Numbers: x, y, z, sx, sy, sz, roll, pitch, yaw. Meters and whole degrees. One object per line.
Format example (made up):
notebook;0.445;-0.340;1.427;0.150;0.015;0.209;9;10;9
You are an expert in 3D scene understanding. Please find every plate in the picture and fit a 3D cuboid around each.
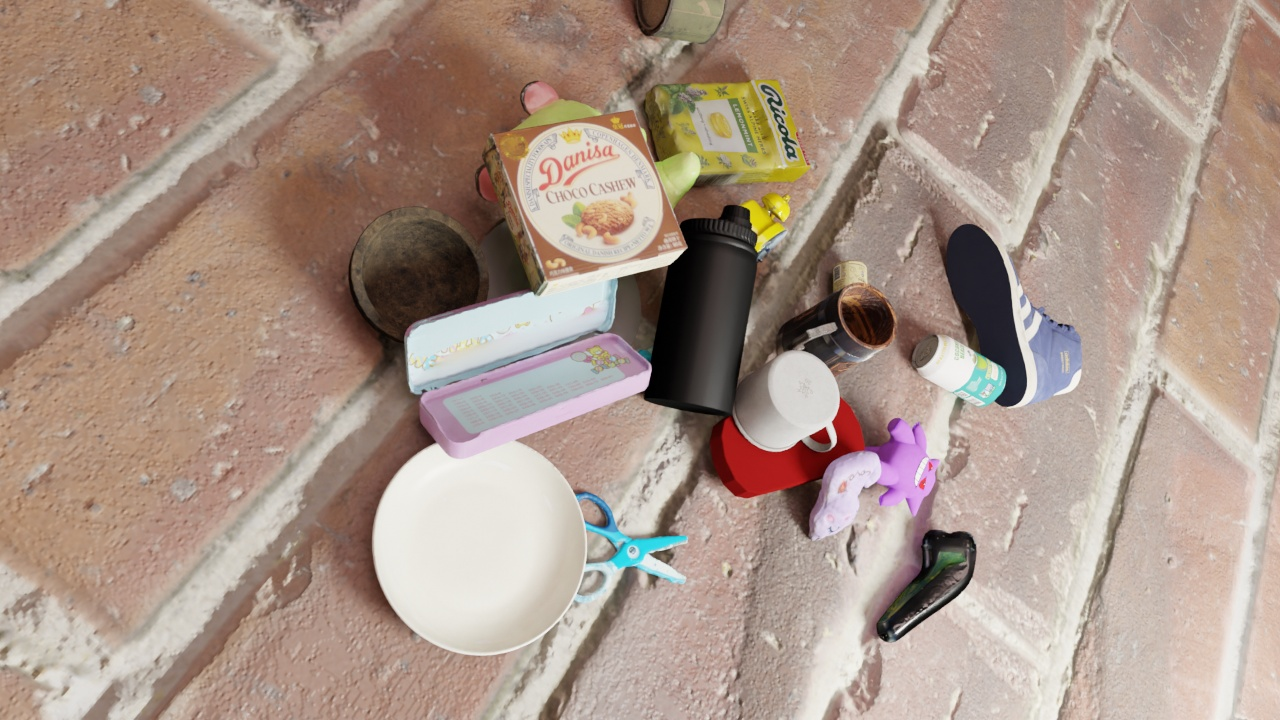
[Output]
plate;-0.135;0.154;0.772;0.182;0.034;0.182;10;67;-23
plate;-0.078;-0.068;0.900;0.178;0.012;0.178;10;67;-23

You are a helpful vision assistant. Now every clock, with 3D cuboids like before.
clock;0.120;-0.135;0.982;0.118;0.083;0.057;-39;84;-18

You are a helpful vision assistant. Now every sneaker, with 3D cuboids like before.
sneaker;0.468;-0.059;1.124;0.118;0.092;0.232;-2;70;-27

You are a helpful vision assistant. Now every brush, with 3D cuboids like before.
brush;0.147;0.088;0.934;0.173;0.042;0.082;-9;75;-29

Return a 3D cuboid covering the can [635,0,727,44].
can;0.045;-0.414;1.051;0.074;0.090;0.089;-2;72;-27

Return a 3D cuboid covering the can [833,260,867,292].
can;0.239;-0.070;1.044;0.038;0.038;0.079;14;65;-21

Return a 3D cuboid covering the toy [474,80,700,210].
toy;-0.051;-0.180;0.911;0.197;0.107;0.150;23;75;-7

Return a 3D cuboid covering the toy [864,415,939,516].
toy;0.280;0.115;0.983;0.088;0.056;0.105;37;69;-14

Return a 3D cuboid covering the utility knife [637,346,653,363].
utility knife;-0.005;0.005;0.905;0.166;0.015;0.022;-30;86;-31

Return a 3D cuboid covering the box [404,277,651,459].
box;-0.090;-0.004;0.802;0.213;0.091;0.090;-20;45;-32

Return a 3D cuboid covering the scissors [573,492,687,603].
scissors;-0.015;0.164;0.842;0.139;0.013;0.118;-8;73;-26

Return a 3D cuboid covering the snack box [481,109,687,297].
snack box;-0.050;-0.143;0.822;0.143;0.041;0.147;-16;80;-26

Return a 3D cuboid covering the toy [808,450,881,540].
toy;0.205;0.135;0.920;0.080;0.100;0.036;-19;42;-30

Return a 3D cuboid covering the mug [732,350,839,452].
mug;0.151;0.047;0.884;0.113;0.071;0.084;35;59;-8

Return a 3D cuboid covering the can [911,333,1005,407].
can;0.371;0.011;1.068;0.101;0.055;0.054;27;61;-15

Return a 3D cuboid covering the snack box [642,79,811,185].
snack box;0.098;-0.260;1.044;0.180;0.045;0.121;-10;75;-29

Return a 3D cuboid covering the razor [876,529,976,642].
razor;0.292;0.231;0.951;0.151;0.054;0.067;-34;78;-26

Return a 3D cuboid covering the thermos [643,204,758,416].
thermos;0.063;-0.052;0.888;0.086;0.086;0.198;13;82;-22

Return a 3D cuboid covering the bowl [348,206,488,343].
bowl;-0.201;-0.070;0.811;0.121;0.056;0.121;5;81;-31

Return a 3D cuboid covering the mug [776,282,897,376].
mug;0.192;-0.023;0.961;0.115;0.107;0.080;-16;78;-31
